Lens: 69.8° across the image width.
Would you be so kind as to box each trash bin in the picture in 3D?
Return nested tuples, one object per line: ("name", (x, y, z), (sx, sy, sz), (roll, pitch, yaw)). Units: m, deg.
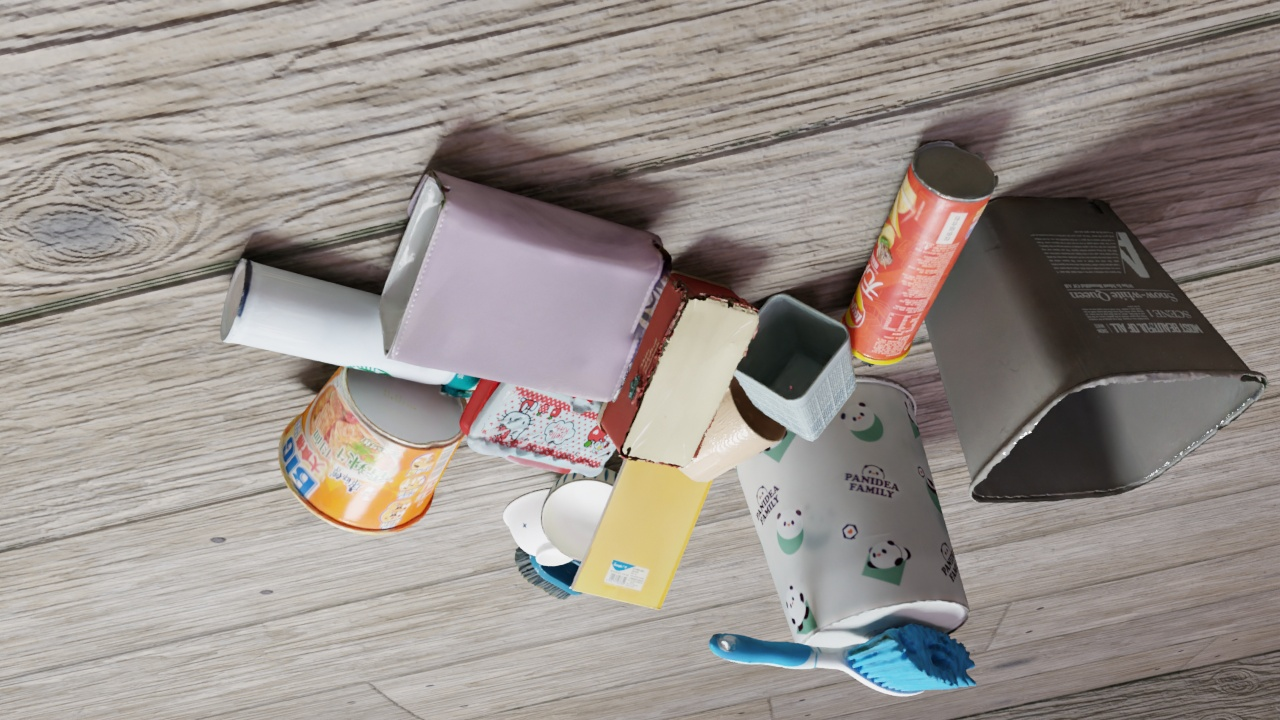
("trash bin", (0.234, 0.185, 1.026), (0.229, 0.251, 0.230), (-7, 145, -5))
("trash bin", (0.372, -0.015, 0.814), (0.199, 0.219, 0.199), (0, 144, -15))

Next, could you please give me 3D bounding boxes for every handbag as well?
("handbag", (-0.091, -0.058, 0.724), (0.196, 0.098, 0.145), (12, 125, -28))

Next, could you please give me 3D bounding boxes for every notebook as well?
("notebook", (0.014, 0.173, 1.030), (0.145, 0.206, 0.010), (26, 174, -42))

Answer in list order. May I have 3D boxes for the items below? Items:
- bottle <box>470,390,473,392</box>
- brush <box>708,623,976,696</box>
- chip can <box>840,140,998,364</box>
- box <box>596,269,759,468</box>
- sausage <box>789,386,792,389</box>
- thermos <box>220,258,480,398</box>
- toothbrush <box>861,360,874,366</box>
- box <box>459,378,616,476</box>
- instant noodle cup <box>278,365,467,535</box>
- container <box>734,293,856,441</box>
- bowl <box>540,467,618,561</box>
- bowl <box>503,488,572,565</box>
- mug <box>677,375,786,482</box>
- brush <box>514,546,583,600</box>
("bottle", (-0.097, 0.036, 0.893), (0.067, 0.066, 0.149), (-32, 147, 27))
("brush", (0.210, 0.294, 0.912), (0.314, 0.060, 0.110), (26, 135, -37))
("chip can", (0.236, -0.086, 0.802), (0.073, 0.073, 0.217), (-5, 145, -10))
("box", (0.037, 0.013, 0.822), (0.091, 0.077, 0.168), (13, 111, -30))
("sausage", (0.162, 0.028, 0.987), (0.020, 0.020, 0.156), (21, 134, -38))
("thermos", (-0.224, -0.020, 0.765), (0.224, 0.073, 0.073), (15, 137, -33))
("toothbrush", (0.259, -0.053, 0.908), (0.016, 0.014, 0.190), (17, 141, 1))
("box", (-0.079, 0.060, 0.842), (0.201, 0.047, 0.087), (23, 98, -56))
("instant noodle cup", (-0.231, 0.064, 0.825), (0.151, 0.151, 0.112), (16, 129, -34))
("container", (0.150, 0.012, 0.881), (0.090, 0.090, 0.111), (-50, 147, -10))
("bowl", (-0.054, 0.170, 1.067), (0.116, 0.066, 0.117), (2, 115, 4))
("bowl", (-0.108, 0.214, 1.132), (0.118, 0.064, 0.118), (-7, 145, -5))
("mug", (0.074, 0.061, 0.967), (0.124, 0.084, 0.104), (39, 127, -19))
("brush", (-0.106, 0.276, 1.227), (0.074, 0.055, 0.144), (-22, 143, 15))
